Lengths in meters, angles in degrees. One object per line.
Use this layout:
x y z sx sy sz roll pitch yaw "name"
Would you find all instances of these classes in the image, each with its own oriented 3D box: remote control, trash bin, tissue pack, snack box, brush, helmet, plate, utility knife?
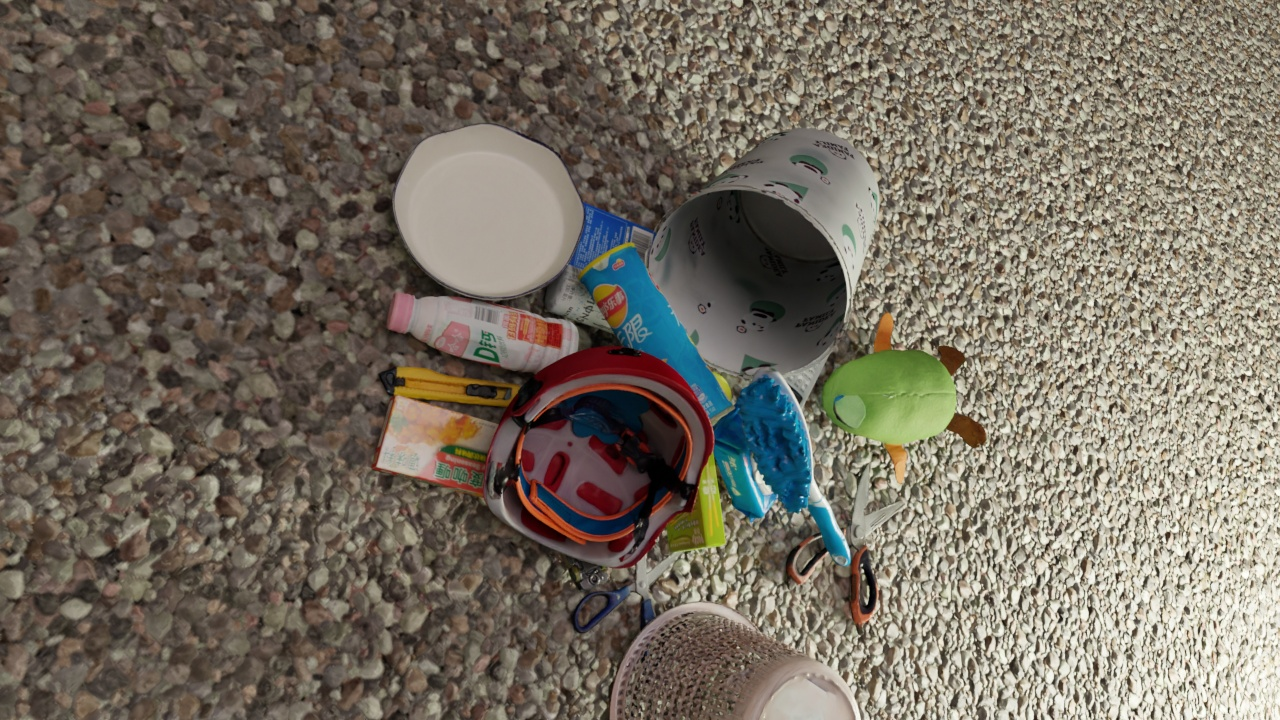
0.194 0.026 1.176 0.058 0.021 0.149 38 63 -15 "remote control"
0.109 0.371 0.942 0.227 0.193 0.227 5 80 -30 "trash bin"
0.136 0.110 1.080 0.094 0.052 0.157 -43 128 -28 "tissue pack"
0.053 0.134 1.035 0.026 0.086 0.156 0 75 -27 "snack box"
-0.058 -0.136 1.076 0.157 0.026 0.084 19 69 -23 "snack box"
0.186 0.142 1.042 0.315 0.061 0.109 67 23 -21 "brush"
-0.039 0.072 0.913 0.207 0.241 0.143 29 26 -20 "helmet"
-0.164 -0.156 0.994 0.204 0.046 0.204 6 70 -15 "plate"
-0.170 0.031 0.984 0.219 0.015 0.033 7 77 -27 "utility knife"
0.160 -0.140 1.059 0.229 0.230 0.251 50 41 -9 "trash bin"
-0.191 0.094 0.951 0.155 0.027 0.077 19 70 -23 "snack box"

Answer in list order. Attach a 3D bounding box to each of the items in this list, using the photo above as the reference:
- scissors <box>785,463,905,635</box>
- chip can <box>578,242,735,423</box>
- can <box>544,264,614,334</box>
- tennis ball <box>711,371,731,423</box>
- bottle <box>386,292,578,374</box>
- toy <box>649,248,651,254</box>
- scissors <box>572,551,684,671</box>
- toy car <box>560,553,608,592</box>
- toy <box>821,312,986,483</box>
0.266 0.235 1.169 0.188 0.015 0.225 12 72 -25 "scissors"
0.017 -0.020 0.980 0.071 0.071 0.210 -29 84 -30 "chip can"
-0.034 -0.062 1.053 0.146 0.058 0.058 19 70 -23 "can"
0.075 0.044 1.082 0.065 0.066 0.065 7 75 -27 "tennis ball"
-0.167 -0.029 0.974 0.196 0.068 0.068 13 72 -21 "bottle"
0.047 -0.092 1.108 0.083 0.039 0.108 -25 96 -63 "toy"
-0.005 0.262 1.021 0.162 0.012 0.175 -9 81 -30 "scissors"
-0.069 0.202 0.987 0.042 0.035 0.090 -18 79 -31 "toy car"
0.342 0.048 1.211 0.246 0.090 0.226 1 77 -24 "toy"
